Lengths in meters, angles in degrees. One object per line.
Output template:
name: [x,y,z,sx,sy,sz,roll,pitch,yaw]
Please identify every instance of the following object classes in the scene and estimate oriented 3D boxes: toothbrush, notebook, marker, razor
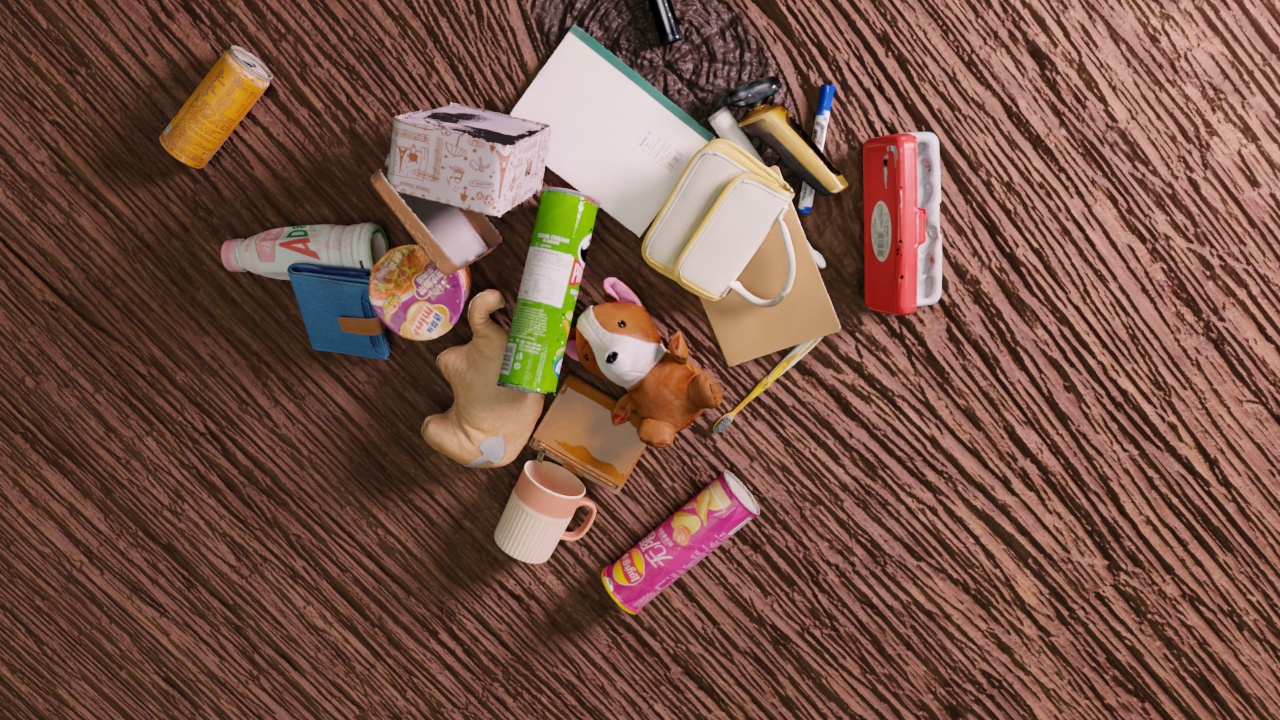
toothbrush: [0.001,-0.458,1.017,0.027,0.026,0.213,-23,102,-13]
toothbrush: [0.151,-0.197,1.068,0.026,0.026,0.221,-38,99,-10]
notebook: [0.132,-0.107,1.085,0.148,0.008,0.208,-19,102,23]
toothbrush: [0.158,0.025,1.126,0.016,0.018,0.191,44,103,-8]
notebook: [-0.039,-0.266,1.075,0.209,0.012,0.150,38,104,-5]
marker: [0.202,-0.242,1.058,0.017,0.017,0.146,10,104,2]
razor: [0.169,-0.250,1.029,0.167,0.062,0.068,46,123,-3]

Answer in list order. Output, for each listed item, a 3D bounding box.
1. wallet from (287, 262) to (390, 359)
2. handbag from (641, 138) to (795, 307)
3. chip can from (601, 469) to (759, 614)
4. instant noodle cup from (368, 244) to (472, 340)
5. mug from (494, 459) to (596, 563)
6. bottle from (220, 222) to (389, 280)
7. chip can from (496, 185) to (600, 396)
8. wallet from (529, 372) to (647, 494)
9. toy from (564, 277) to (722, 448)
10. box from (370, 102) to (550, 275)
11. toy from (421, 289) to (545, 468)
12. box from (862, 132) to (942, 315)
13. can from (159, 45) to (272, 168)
wallet: [-0.362,-0.057,1.112,0.106,0.040,0.133,8,139,4]
handbag: [0.107,-0.141,1.046,0.179,0.063,0.164,34,117,0]
chip can: [0.050,0.230,1.160,0.211,0.071,0.071,-42,97,12]
instant noodle cup: [-0.252,-0.088,1.093,0.111,0.099,0.112,1,105,6]
mug: [-0.116,0.196,1.166,0.114,0.081,0.106,19,108,-26]
bottle: [-0.409,-0.130,1.114,0.197,0.068,0.068,-1,104,8]
chip can: [-0.107,-0.078,1.063,0.072,0.072,0.236,13,88,2]
wallet: [-0.063,0.099,1.147,0.130,0.035,0.119,31,93,-4]
toy: [-0.006,0.006,1.089,0.140,0.130,0.199,-41,88,13]
box: [-0.202,-0.184,1.019,0.151,0.181,0.168,13,112,6]
toy: [-0.179,0.024,1.120,0.143,0.082,0.226,10,104,-23]
box: [0.308,-0.157,1.047,0.099,0.095,0.201,-9,103,-21]
can: [-0.501,-0.298,1.083,0.058,0.058,0.146,44,103,-6]
